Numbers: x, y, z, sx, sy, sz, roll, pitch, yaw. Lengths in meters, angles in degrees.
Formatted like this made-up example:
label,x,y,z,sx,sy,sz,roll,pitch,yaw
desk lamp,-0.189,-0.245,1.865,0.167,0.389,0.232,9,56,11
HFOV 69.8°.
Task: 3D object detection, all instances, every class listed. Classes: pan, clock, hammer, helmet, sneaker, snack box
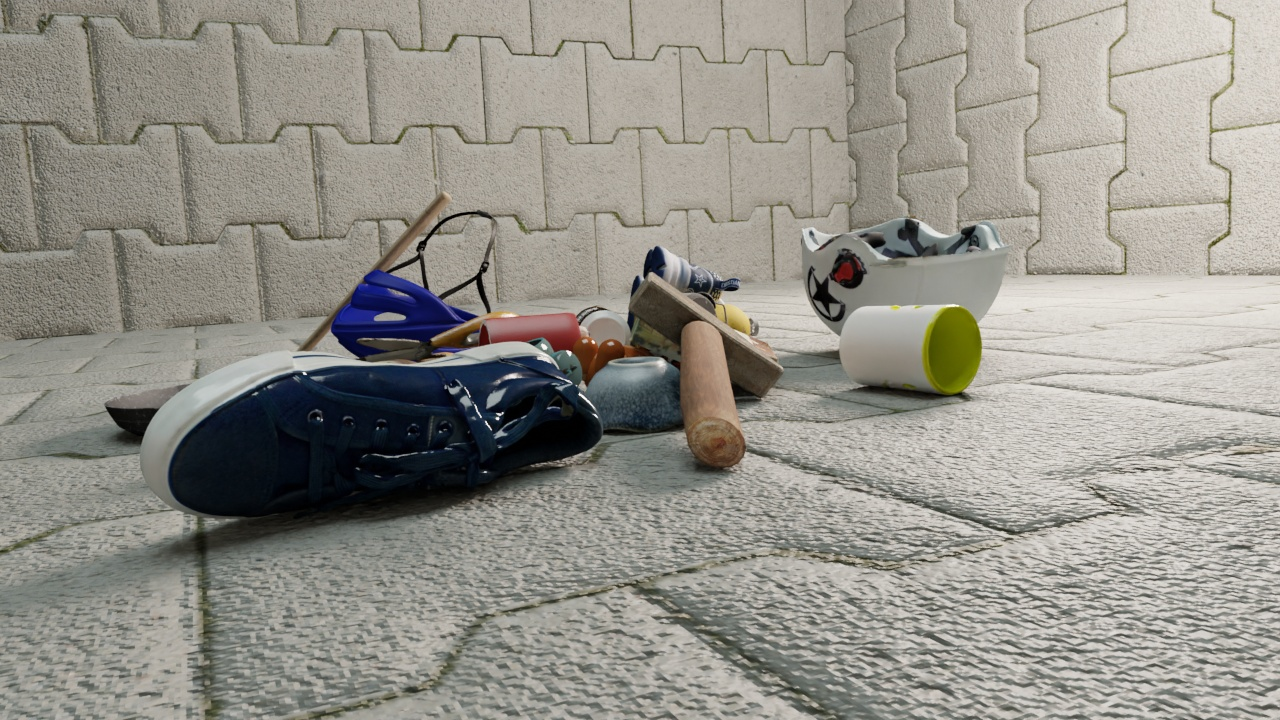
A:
label,x,y,z,sx,sy,sz,roll,pitch,yaw
pan,-0.337,0.040,0.901,0.357,0.040,0.207,-2,7,7
clock,0.060,-0.040,1.152,0.044,0.091,0.122,3,15,39
hammer,-0.362,-0.094,1.180,0.031,0.331,0.119,41,2,2
helmet,-0.264,-0.088,1.145,0.148,0.228,0.241,20,7,36
sneaker,-0.138,0.050,0.566,0.293,0.121,0.127,-7,30,-44
snack box,0.067,-0.019,0.966,0.147,0.041,0.143,22,9,0
sneaker,0.054,-0.077,1.336,0.132,0.103,0.270,9,-18,-9
clock,-0.106,0.017,0.852,0.089,0.053,0.124,-32,13,-27
helmet,0.330,-0.090,1.154,0.236,0.164,0.264,-12,17,-29
hammer,0.058,0.016,0.744,0.158,0.037,0.300,35,15,-8

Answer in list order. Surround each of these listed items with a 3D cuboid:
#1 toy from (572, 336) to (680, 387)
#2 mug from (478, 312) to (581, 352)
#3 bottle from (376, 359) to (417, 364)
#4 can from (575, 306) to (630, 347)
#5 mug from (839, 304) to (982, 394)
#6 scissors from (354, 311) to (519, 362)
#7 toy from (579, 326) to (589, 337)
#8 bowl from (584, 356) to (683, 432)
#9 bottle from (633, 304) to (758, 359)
label,x,y,z,sx,sy,sz,roll,pitch,yaw
toy,-0.006,0.006,0.944,0.127,0.065,0.095,-3,14,-42
mug,-0.123,0.000,0.997,0.096,0.080,0.117,-6,-21,-19
bottle,-0.213,0.034,0.772,0.156,0.068,0.068,-9,9,-40
can,-0.056,-0.036,1.261,0.072,0.072,0.128,-4,7,-8
mug,0.256,-0.012,0.877,0.082,0.082,0.106,-8,7,-35
scissors,-0.231,-0.003,0.994,0.224,0.016,0.167,-15,-28,-45
toy,-0.130,-0.004,1.122,0.106,0.067,0.137,0,20,42
bowl,-0.003,0.027,0.792,0.110,0.055,0.110,-3,8,0
bottle,0.079,-0.038,1.230,0.163,0.071,0.071,-5,7,-17
